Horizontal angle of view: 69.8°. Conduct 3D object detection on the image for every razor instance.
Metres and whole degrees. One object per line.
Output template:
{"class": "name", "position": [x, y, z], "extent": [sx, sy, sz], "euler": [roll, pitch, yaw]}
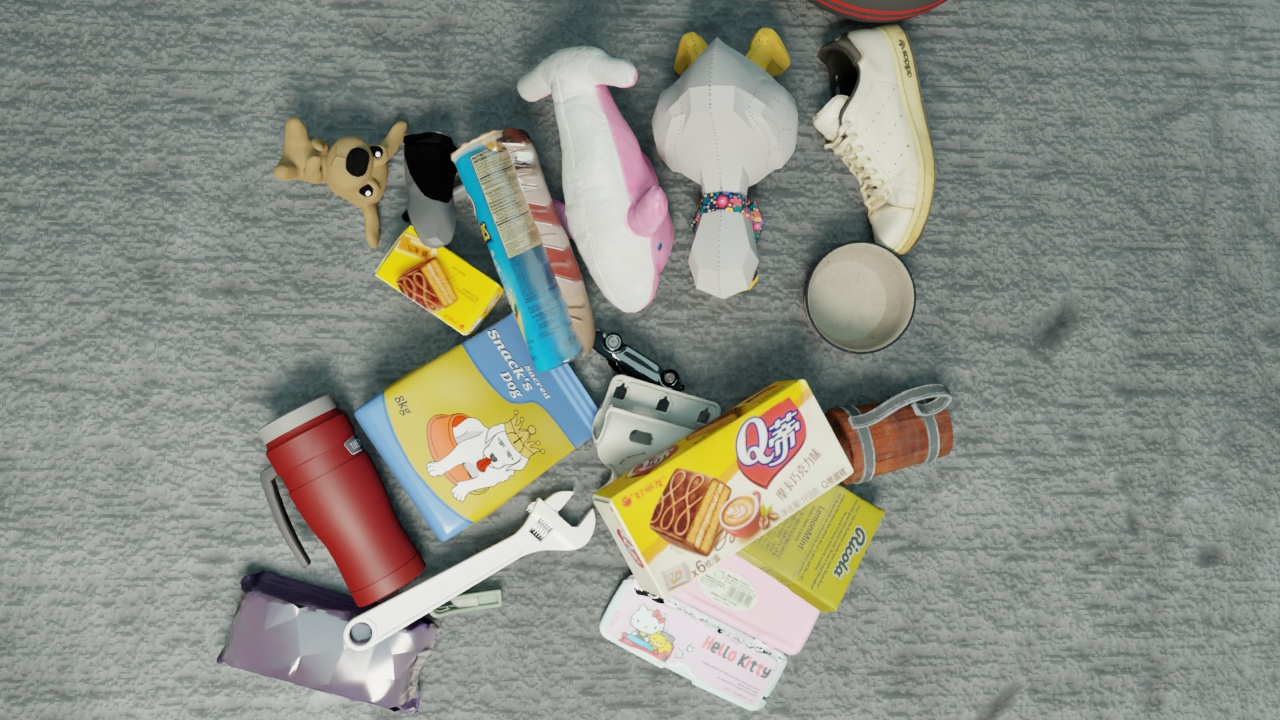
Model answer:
{"class": "razor", "position": [-0.203, -0.164, 0.893], "extent": [0.057, 0.060, 0.156], "euler": [12, 53, -26]}

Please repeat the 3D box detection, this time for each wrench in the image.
{"class": "wrench", "position": [-0.168, 0.212, 0.923], "extent": [0.273, 0.018, 0.066], "euler": [-27, 88, -17]}

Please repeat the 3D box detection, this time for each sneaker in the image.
{"class": "sneaker", "position": [0.232, -0.227, 0.946], "extent": [0.102, 0.089, 0.241], "euler": [-5, 86, -13]}

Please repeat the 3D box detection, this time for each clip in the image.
{"class": "clip", "position": [0.008, 0.101, 0.919], "extent": [0.125, 0.091, 0.151], "euler": [18, 94, -16]}
{"class": "clip", "position": [-0.181, 0.247, 0.946], "extent": [0.074, 0.035, 0.023], "euler": [-5, 89, -10]}

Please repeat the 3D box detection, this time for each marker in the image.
{"class": "marker", "position": [-0.183, -0.177, 0.947], "extent": [0.138, 0.022, 0.016], "euler": [-27, 87, -3]}

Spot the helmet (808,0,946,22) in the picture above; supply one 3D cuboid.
{"class": "helmet", "position": [0.228, -0.427, 0.909], "extent": [0.264, 0.164, 0.170], "euler": [12, 88, -4]}

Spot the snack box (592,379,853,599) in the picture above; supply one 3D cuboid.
{"class": "snack box", "position": [0.080, 0.117, 0.878], "extent": [0.230, 0.062, 0.110], "euler": [-30, 95, -18]}

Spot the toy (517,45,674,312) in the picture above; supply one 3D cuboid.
{"class": "toy", "position": [-0.023, -0.182, 0.916], "extent": [0.127, 0.187, 0.266], "euler": [-37, 120, -40]}

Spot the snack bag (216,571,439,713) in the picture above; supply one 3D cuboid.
{"class": "snack bag", "position": [-0.312, 0.285, 0.919], "extent": [0.205, 0.058, 0.096], "euler": [16, 88, -4]}

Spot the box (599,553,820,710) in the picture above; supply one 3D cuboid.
{"class": "box", "position": [0.075, 0.266, 0.958], "extent": [0.201, 0.045, 0.154], "euler": [28, 88, -5]}

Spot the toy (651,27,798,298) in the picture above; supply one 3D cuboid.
{"class": "toy", "position": [0.081, -0.200, 0.893], "extent": [0.141, 0.247, 0.267], "euler": [1, 70, 11]}

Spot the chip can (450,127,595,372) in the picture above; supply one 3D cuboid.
{"class": "chip can", "position": [-0.107, -0.107, 0.895], "extent": [0.080, 0.080, 0.229], "euler": [-21, 94, -5]}

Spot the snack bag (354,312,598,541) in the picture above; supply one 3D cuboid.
{"class": "snack bag", "position": [-0.155, 0.059, 0.918], "extent": [0.205, 0.102, 0.159], "euler": [-34, 93, -16]}

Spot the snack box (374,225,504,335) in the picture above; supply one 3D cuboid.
{"class": "snack box", "position": [-0.198, -0.078, 0.915], "extent": [0.106, 0.083, 0.061], "euler": [35, 89, -4]}

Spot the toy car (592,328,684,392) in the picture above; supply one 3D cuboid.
{"class": "toy car", "position": [-0.006, 0.005, 0.950], "extent": [0.112, 0.046, 0.034], "euler": [32, 86, -2]}

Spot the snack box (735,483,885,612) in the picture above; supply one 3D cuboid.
{"class": "snack box", "position": [0.146, 0.161, 0.947], "extent": [0.181, 0.045, 0.121], "euler": [32, 69, 0]}

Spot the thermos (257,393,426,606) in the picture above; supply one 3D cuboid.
{"class": "thermos", "position": [-0.304, 0.143, 0.907], "extent": [0.108, 0.084, 0.198], "euler": [-28, 94, -5]}

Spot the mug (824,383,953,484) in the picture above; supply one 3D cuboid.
{"class": "mug", "position": [0.258, 0.068, 0.941], "extent": [0.111, 0.118, 0.081], "euler": [-11, 54, -8]}

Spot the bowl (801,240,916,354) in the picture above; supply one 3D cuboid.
{"class": "bowl", "position": [0.222, -0.064, 0.961], "extent": [0.115, 0.059, 0.115], "euler": [0, 90, -5]}

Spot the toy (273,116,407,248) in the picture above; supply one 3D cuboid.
{"class": "toy", "position": [-0.298, -0.191, 0.905], "extent": [0.108, 0.106, 0.134], "euler": [14, 85, -15]}
